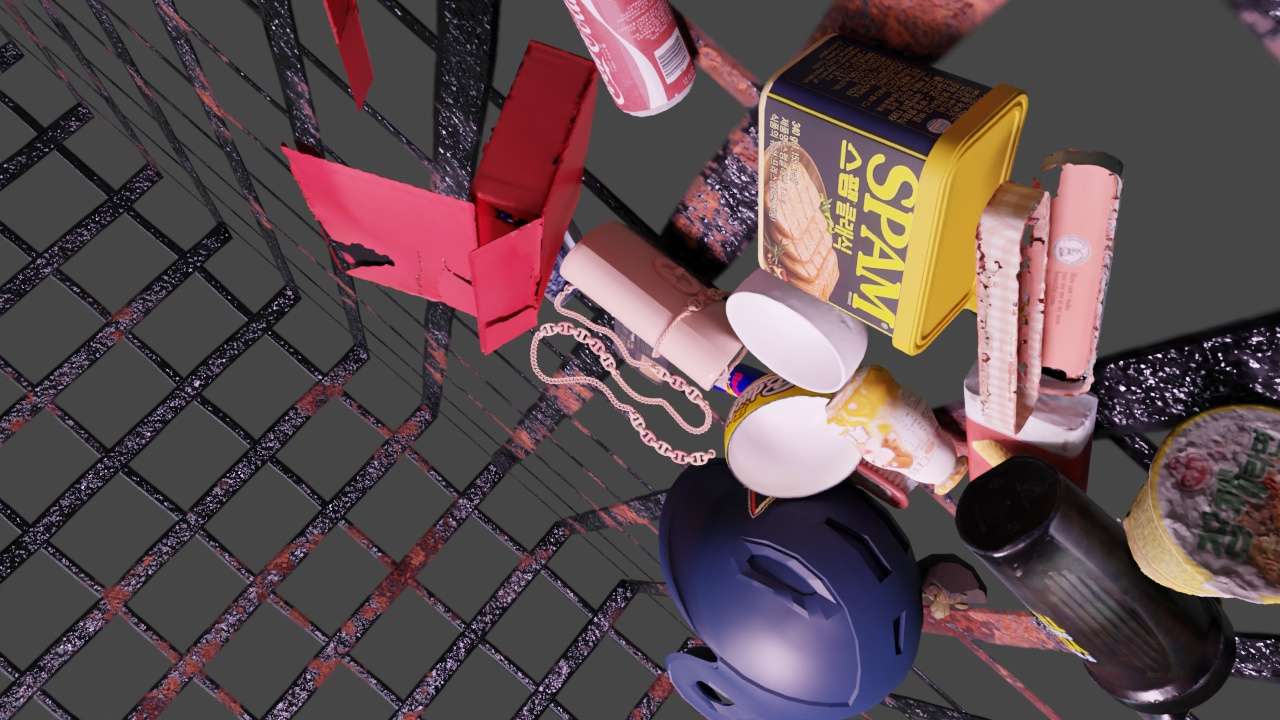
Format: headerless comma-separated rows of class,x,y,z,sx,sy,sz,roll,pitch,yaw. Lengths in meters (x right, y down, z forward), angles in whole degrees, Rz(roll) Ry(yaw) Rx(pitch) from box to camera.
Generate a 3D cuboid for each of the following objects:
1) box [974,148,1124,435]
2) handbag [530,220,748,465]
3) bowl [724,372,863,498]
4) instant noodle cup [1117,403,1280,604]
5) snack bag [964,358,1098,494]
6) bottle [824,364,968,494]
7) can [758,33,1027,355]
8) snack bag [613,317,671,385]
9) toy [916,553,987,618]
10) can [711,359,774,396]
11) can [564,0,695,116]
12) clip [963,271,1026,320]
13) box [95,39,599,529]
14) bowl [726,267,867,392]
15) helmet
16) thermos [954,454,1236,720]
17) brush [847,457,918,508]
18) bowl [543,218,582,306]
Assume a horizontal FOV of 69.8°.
box,0.208,-0.024,0.478,0.187,0.079,0.054,62,-167,-50
handbag,-0.005,0.004,0.771,0.199,0.188,0.116,38,-157,6
bowl,0.128,0.054,0.782,0.117,0.117,0.067,53,-159,-32
instant noodle cup,0.312,0.086,0.494,0.102,0.102,0.108,34,170,22
snack bag,0.271,0.083,0.646,0.077,0.041,0.225,25,155,35
bottle,0.194,0.053,0.691,0.109,0.063,0.063,38,162,7
can,0.121,-0.086,0.473,0.104,0.075,0.135,33,150,30
snack bag,0.003,-0.022,0.973,0.074,0.018,0.155,38,162,11
toy,0.293,0.220,0.888,0.076,0.062,0.100,16,161,13
can,0.097,0.019,0.855,0.095,0.032,0.032,18,151,50
can,-0.007,-0.196,0.535,0.054,0.054,0.096,24,155,42
clip,0.199,-0.035,0.535,0.049,0.045,0.054,-6,137,33
box,-0.164,-0.033,0.666,0.107,0.409,0.212,40,163,5
bowl,0.119,-0.030,0.666,0.105,0.054,0.105,38,163,14
helmet,0.137,0.200,0.854,0.272,0.231,0.224,47,129,12
thermos,0.299,0.148,0.596,0.221,0.098,0.098,39,164,-22
brush,0.173,0.076,0.838,0.172,0.030,0.041,32,160,22
bowl,-0.081,-0.110,0.858,0.114,0.045,0.114,59,-167,-23
